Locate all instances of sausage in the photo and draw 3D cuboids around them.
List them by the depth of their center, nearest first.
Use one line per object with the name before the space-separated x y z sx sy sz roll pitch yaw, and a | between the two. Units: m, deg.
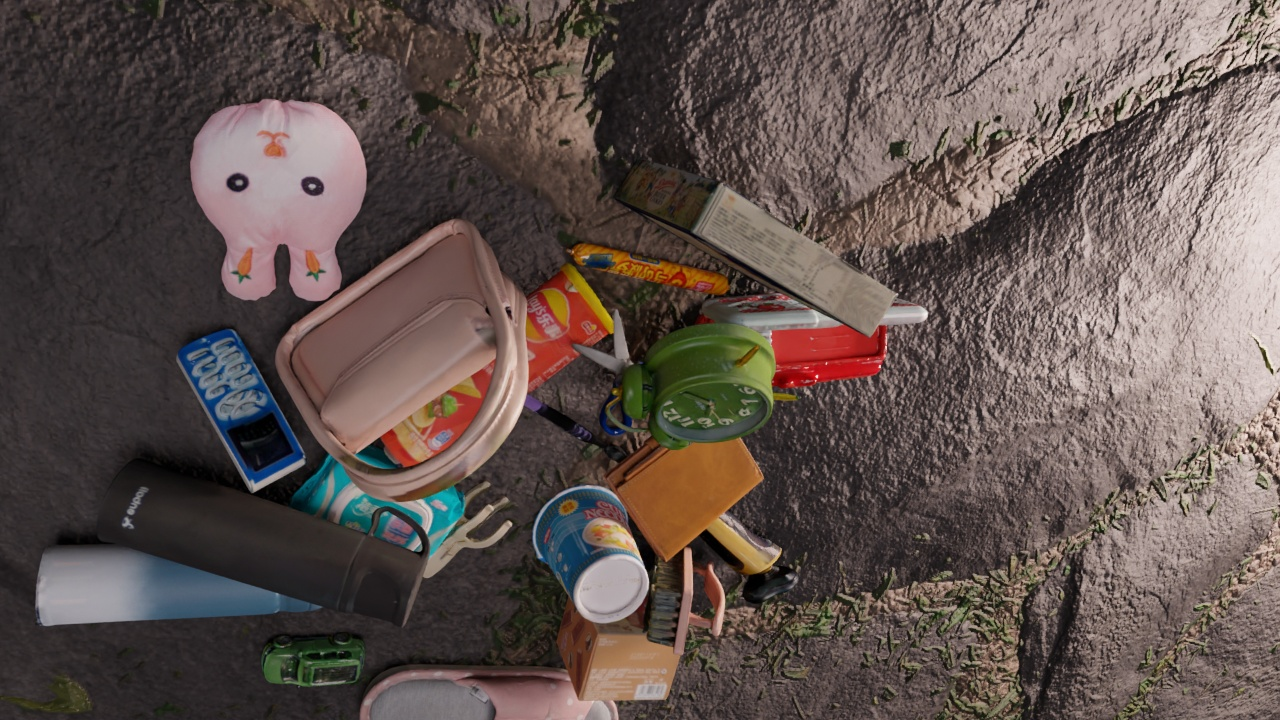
sausage | 0.011 -0.081 0.819 0.165 0.021 0.021 10 107 -23

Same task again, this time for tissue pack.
tissue pack | -0.232 0.128 0.800 0.133 0.050 0.093 30 100 -26

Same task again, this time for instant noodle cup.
instant noodle cup | -0.042 0.186 0.858 0.099 0.110 0.099 -7 113 -18

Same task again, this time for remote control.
remote control | -0.314 0.039 0.723 0.048 0.024 0.125 -30 95 -36

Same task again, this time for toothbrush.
toothbrush | -0.059 0.061 0.816 0.014 0.017 0.189 -50 141 1

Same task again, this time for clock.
clock | 0.046 0.029 0.800 0.161 0.056 0.116 -19 141 22

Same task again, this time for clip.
clip | -0.160 0.162 0.831 0.104 0.087 0.035 -47 119 -10

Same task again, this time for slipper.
slipper | -0.144 0.364 0.925 0.274 0.054 0.114 17 104 -24

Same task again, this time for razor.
razor | 0.093 0.189 0.941 0.167 0.062 0.067 44 62 -23

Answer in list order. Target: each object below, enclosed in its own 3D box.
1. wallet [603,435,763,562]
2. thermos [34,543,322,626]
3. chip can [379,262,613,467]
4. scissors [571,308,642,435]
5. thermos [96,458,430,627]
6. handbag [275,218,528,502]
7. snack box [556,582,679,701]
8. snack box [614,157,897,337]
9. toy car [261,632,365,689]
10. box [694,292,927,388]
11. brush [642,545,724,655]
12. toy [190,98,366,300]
wallet | 0.041 0.107 0.876 0.130 0.035 0.119 -37 102 -16
thermos | -0.372 0.184 0.766 0.220 0.070 0.070 3 110 -21
chip can | -0.124 0.010 0.780 0.216 0.073 0.073 -38 118 -2
scissors | -0.014 0.015 0.818 0.162 0.012 0.163 -2 132 -42
thermos | -0.293 0.138 0.738 0.242 0.069 0.089 18 68 -6
handbag | -0.161 0.011 0.674 0.193 0.234 0.093 -37 127 -2
snack box | -0.022 0.276 0.910 0.092 0.094 0.077 8 108 -22
snack box | 0.088 -0.096 0.749 0.178 0.182 0.046 26 97 -26
toy car | -0.302 0.279 0.846 0.091 0.036 0.043 4 111 -17
box | 0.156 -0.014 0.853 0.201 0.100 0.095 -4 105 -17
brush | 0.043 0.223 0.885 0.073 0.145 0.063 8 100 2
toy | -0.269 -0.116 0.691 0.121 0.054 0.160 -3 120 -18
